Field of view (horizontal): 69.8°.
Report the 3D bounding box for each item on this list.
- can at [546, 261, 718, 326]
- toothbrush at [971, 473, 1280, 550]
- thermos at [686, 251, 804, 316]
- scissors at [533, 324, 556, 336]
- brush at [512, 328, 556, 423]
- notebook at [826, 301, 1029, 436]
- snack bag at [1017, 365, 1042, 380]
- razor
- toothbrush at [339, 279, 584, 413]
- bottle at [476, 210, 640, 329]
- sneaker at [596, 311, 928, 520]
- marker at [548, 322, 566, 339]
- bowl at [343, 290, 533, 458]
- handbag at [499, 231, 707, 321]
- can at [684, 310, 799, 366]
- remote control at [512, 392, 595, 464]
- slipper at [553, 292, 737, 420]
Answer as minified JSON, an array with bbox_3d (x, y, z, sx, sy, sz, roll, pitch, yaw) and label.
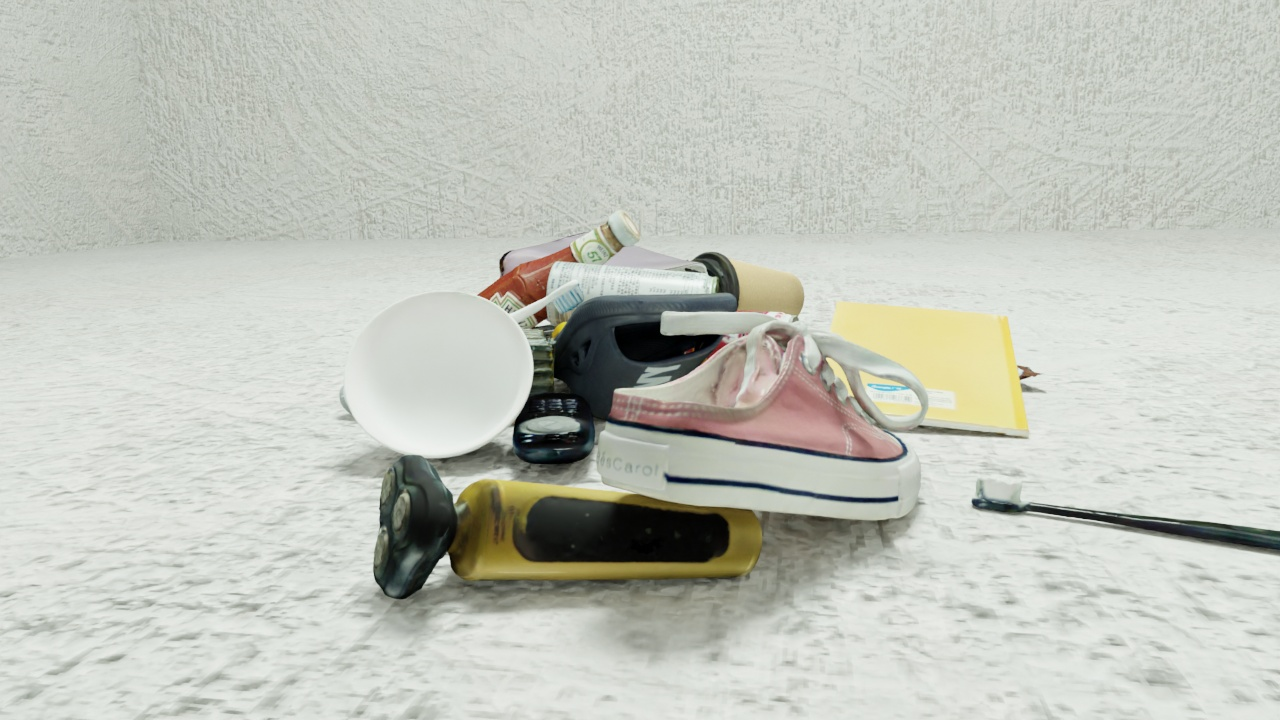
[{"bbox_3d":[-0.007,-0.053,0.804,0.147,0.058,0.058,5,12,7],"label":"can"},{"bbox_3d":[0.255,0.077,0.442,0.181,0.018,0.015,7,11,29],"label":"toothbrush"},{"bbox_3d":[0.114,-0.074,1.037,0.143,0.093,0.093,-1,9,-37],"label":"thermos"},{"bbox_3d":[-0.159,-0.028,1.005,0.225,0.015,0.188,2,12,13],"label":"scissors"},{"bbox_3d":[-0.107,0.003,0.728,0.073,0.063,0.145,-4,11,-10],"label":"brush"},{"bbox_3d":[0.215,-0.001,0.710,0.146,0.010,0.205,6,26,15],"label":"notebook"},{"bbox_3d":[0.266,0.010,0.743,0.105,0.026,0.045,-1,8,-7],"label":"snack bag"},{"bbox_3d":[-0.032,0.075,0.398,0.167,0.062,0.068,4,-19,-3],"label":"razor"},{"bbox_3d":[-0.131,-0.009,0.657,0.221,0.026,0.026,-24,8,26],"label":"toothbrush"},{"bbox_3d":[-0.092,-0.071,0.868,0.206,0.060,0.059,-33,4,16],"label":"bottle"},{"bbox_3d":[0.073,0.025,0.443,0.118,0.088,0.240,9,-1,39],"label":"sneaker"},{"bbox_3d":[-0.077,-0.014,0.837,0.018,0.015,0.124,-6,-10,-15],"label":"marker"},{"bbox_3d":[-0.129,0.020,0.607,0.118,0.118,0.065,-2,-27,-5],"label":"bowl"},{"bbox_3d":[-0.045,-0.075,0.983,0.144,0.098,0.197,-6,19,-38],"label":"handbag"},{"bbox_3d":[0.077,-0.020,0.842,0.133,0.053,0.053,4,13,24],"label":"can"},{"bbox_3d":[-0.056,0.047,0.600,0.053,0.024,0.136,-1,12,-4],"label":"remote control"},{"bbox_3d":[-0.004,0.004,0.703,0.110,0.083,0.269,-5,-7,-19],"label":"slipper"}]
